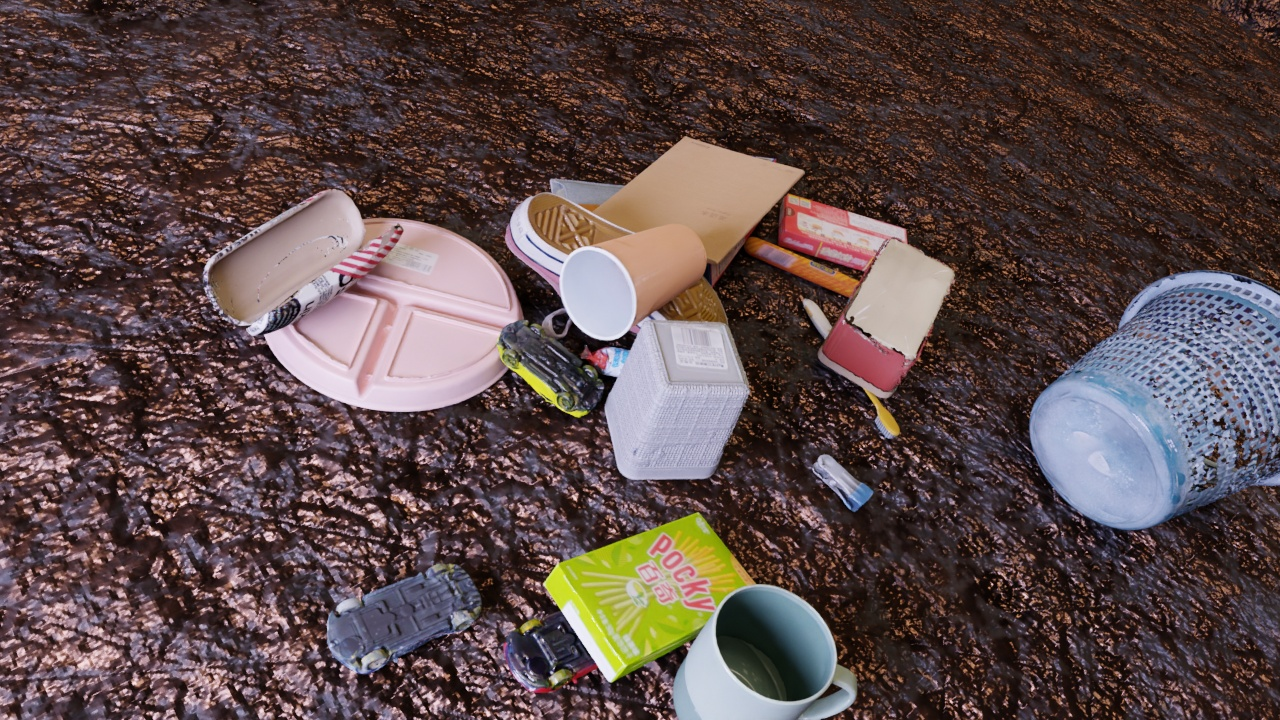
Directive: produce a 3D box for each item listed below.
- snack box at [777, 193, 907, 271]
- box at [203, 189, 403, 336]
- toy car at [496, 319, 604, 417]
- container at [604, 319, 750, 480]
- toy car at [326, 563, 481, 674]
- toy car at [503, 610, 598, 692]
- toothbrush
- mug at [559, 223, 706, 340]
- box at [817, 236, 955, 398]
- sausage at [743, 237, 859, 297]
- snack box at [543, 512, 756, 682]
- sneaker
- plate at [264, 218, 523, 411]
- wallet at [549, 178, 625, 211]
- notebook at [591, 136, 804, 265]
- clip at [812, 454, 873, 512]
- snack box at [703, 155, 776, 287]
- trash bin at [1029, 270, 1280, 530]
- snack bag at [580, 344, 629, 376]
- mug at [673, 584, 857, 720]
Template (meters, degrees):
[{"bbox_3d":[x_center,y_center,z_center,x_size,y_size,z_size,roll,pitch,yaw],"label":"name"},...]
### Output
[{"bbox_3d":[0.236,-0.143,1.068,0.153,0.026,0.075,16,46,-5],"label":"snack box"},{"bbox_3d":[-0.277,-0.086,0.755,0.087,0.076,0.161,49,48,-11],"label":"box"},{"bbox_3d":[-0.081,0.008,0.801,0.105,0.032,0.048,39,46,-1],"label":"toy car"},{"bbox_3d":[0.031,0.031,0.767,0.090,0.115,0.090,1,49,-19],"label":"container"},{"bbox_3d":[-0.160,0.175,0.622,0.105,0.031,0.049,-16,55,-33],"label":"toy car"},{"bbox_3d":[-0.047,0.197,0.640,0.106,0.031,0.049,-11,51,-42],"label":"toy car"},{"bbox_3d":[0.209,0.005,0.929,0.016,0.018,0.191,-4,48,-26],"label":"toothbrush"},{"bbox_3d":[-0.001,-0.074,0.779,0.078,0.078,0.122,39,40,17],"label":"mug"},{"bbox_3d":[0.256,-0.051,0.924,0.091,0.079,0.167,31,48,8],"label":"box"},{"bbox_3d":[0.186,-0.100,1.012,0.165,0.022,0.021,24,45,2],"label":"sausage"},{"bbox_3d":[0.013,0.167,0.671,0.156,0.026,0.085,-9,51,-46],"label":"snack box"},{"bbox_3d":[-0.027,-0.068,0.863,0.241,0.088,0.118,28,54,-24],"label":"sneaker"},{"bbox_3d":[-0.216,-0.051,0.818,0.229,0.028,0.229,10,46,-10],"label":"plate"},{"bbox_3d":[-0.042,-0.142,0.960,0.106,0.037,0.129,4,47,-18],"label":"wallet"},{"bbox_3d":[0.062,-0.172,0.960,0.149,0.012,0.210,21,44,23],"label":"notebook"},{"bbox_3d":[0.178,0.109,0.818,0.058,0.036,0.025,43,51,15],"label":"clip"},{"bbox_3d":[0.089,-0.156,0.994,0.057,0.058,0.206,13,41,22],"label":"snack box"},{"bbox_3d":[0.490,0.052,0.865,0.194,0.227,0.226,-24,59,-21],"label":"trash bin"},{"bbox_3d":[-0.005,0.005,0.837,0.105,0.045,0.026,11,89,-10],"label":"snack bag"},{"bbox_3d":[0.085,0.216,0.618,0.111,0.107,0.082,16,44,-4],"label":"mug"}]
